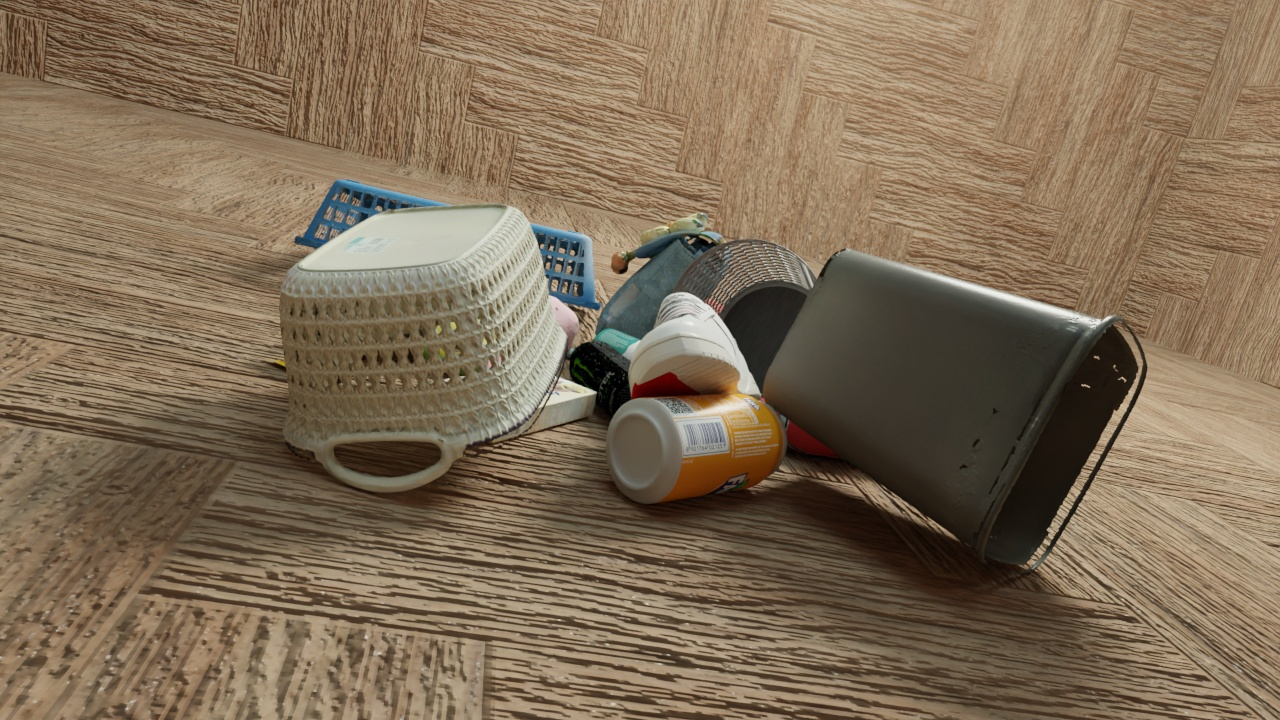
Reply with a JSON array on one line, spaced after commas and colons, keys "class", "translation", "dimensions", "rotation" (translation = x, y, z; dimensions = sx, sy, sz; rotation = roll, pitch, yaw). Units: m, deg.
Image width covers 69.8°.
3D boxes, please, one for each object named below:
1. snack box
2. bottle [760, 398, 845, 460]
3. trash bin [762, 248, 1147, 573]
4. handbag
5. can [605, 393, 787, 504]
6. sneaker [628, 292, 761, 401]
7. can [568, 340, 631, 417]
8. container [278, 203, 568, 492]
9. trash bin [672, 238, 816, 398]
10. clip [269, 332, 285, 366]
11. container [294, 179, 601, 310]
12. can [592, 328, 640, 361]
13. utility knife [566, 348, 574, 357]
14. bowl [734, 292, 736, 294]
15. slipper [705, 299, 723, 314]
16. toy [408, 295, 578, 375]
[{"class": "snack box", "translation": [-0.112, 0.035, 0.804], "dimensions": [0.082, 0.026, 0.149], "rotation": [20, 15, 27]}, {"class": "bottle", "translation": [0.191, 0.066, 0.905], "dimensions": [0.176, 0.062, 0.062], "rotation": [9, 15, -18]}, {"class": "trash bin", "translation": [0.243, 0.027, 0.741], "dimensions": [0.220, 0.197, 0.197], "rotation": [31, 5, 38]}, {"class": "handbag", "translation": [0.018, -0.090, 1.070], "dimensions": [0.118, 0.192, 0.121], "rotation": [46, 16, -1]}, {"class": "can", "translation": [0.046, 0.067, 0.722], "dimensions": [0.142, 0.079, 0.079], "rotation": [0, 20, -45]}, {"class": "sneaker", "translation": [0.037, -0.013, 0.787], "dimensions": [0.090, 0.104, 0.236], "rotation": [-24, -16, 15]}, {"class": "can", "translation": [-0.025, 0.022, 0.883], "dimensions": [0.054, 0.054, 0.138], "rotation": [6, 16, -28]}, {"class": "container", "translation": [-0.158, -0.026, 0.681], "dimensions": [0.185, 0.143, 0.251], "rotation": [-3, 22, 7]}, {"class": "trash bin", "translation": [0.129, -0.031, 0.982], "dimensions": [0.156, 0.156, 0.183], "rotation": [19, -1, 19]}, {"class": "clip", "translation": [-0.286, -0.001, 0.790], "dimensions": [0.054, 0.046, 0.048], "rotation": [19, 47, 21]}, {"class": "container", "translation": [-0.225, -0.145, 1.179], "dimensions": [0.362, 0.089, 0.257], "rotation": [12, 3, -7]}, {"class": "can", "translation": [-0.006, 0.006, 0.966], "dimensions": [0.102, 0.055, 0.054], "rotation": [23, 17, 34]}, {"class": "utility knife", "translation": [-0.102, -0.015, 1.044], "dimensions": [0.147, 0.015, 0.022], "rotation": [18, -17, 11]}, {"class": "bowl", "translation": [0.161, -0.045, 1.133], "dimensions": [0.114, 0.026, 0.101], "rotation": [25, 17, -7]}, {"class": "slipper", "translation": [0.150, 0.000, 1.132], "dimensions": [0.249, 0.059, 0.103], "rotation": [34, 19, 16]}, {"class": "toy", "translation": [-0.169, -0.044, 0.920], "dimensions": [0.237, 0.088, 0.190], "rotation": [3, 55, -36]}]
